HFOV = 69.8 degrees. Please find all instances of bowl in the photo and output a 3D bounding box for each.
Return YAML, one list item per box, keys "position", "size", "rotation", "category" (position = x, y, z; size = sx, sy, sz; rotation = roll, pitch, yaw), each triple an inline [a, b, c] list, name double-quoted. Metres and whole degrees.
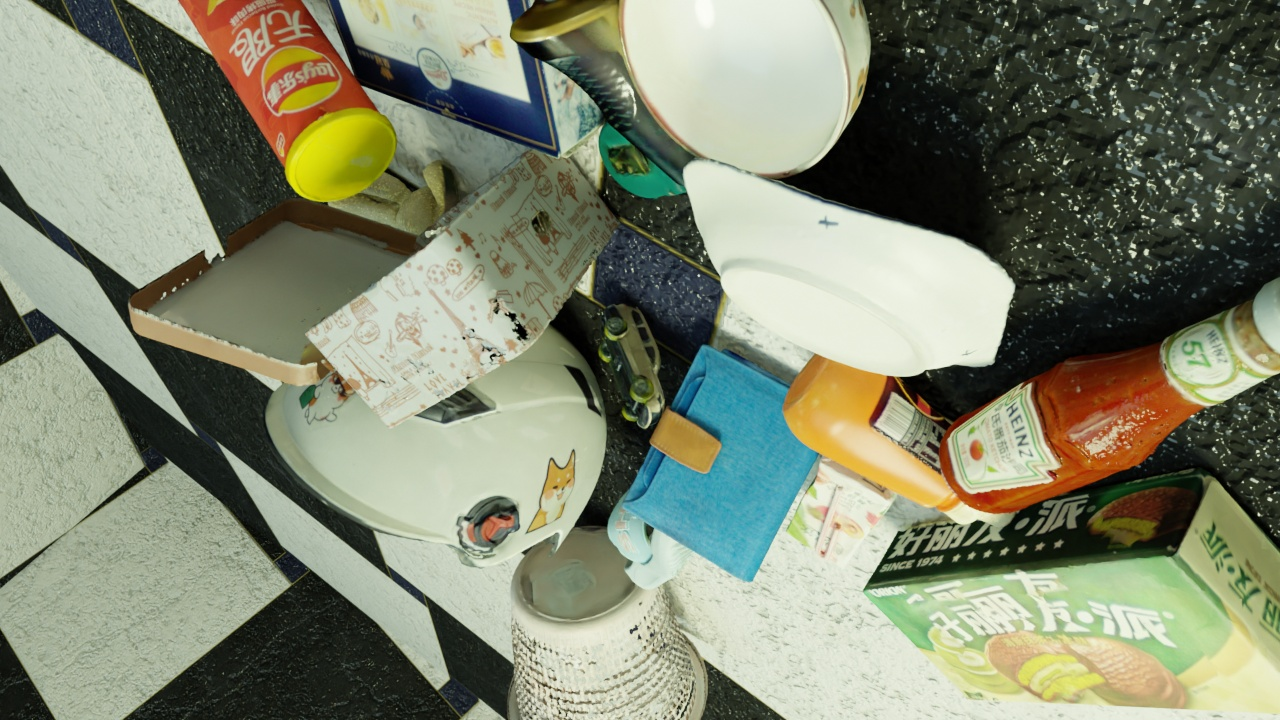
- position: [0.052, -0.143, 0.400]
  size: [0.113, 0.062, 0.114]
  rotation: [29, 149, 19]
  category: "bowl"

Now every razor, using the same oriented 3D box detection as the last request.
- position: [-0.007, -0.147, 0.454]
  size: [0.167, 0.067, 0.062]
  rotation: [41, 175, -40]
  category: "razor"

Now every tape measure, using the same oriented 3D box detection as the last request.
- position: [0.001, -0.119, 0.531]
  size: [0.055, 0.025, 0.058]
  rotation: [-2, 129, 50]
  category: "tape measure"

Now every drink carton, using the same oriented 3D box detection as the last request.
- position: [0.141, 0.098, 0.636]
  size: [0.053, 0.045, 0.123]
  rotation: [31, 150, 15]
  category: "drink carton"

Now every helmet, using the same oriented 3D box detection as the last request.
- position: [-0.129, 0.032, 0.710]
  size: [0.230, 0.157, 0.273]
  rotation: [43, -167, 34]
  category: "helmet"

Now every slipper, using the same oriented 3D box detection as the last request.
- position: [0.020, 0.132, 0.775]
  size: [0.074, 0.103, 0.246]
  rotation: [39, 157, 8]
  category: "slipper"

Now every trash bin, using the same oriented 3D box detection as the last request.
- position: [-0.049, 0.295, 0.983]
  size: [0.228, 0.226, 0.192]
  rotation: [18, 131, 36]
  category: "trash bin"

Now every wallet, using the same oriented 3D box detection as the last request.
- position: [0.059, 0.068, 0.621]
  size: [0.106, 0.133, 0.040]
  rotation: [29, -171, 19]
  category: "wallet"

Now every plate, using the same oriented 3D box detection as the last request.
- position: [0.096, -0.032, 0.461]
  size: [0.164, 0.034, 0.164]
  rotation: [23, 170, 23]
  category: "plate"

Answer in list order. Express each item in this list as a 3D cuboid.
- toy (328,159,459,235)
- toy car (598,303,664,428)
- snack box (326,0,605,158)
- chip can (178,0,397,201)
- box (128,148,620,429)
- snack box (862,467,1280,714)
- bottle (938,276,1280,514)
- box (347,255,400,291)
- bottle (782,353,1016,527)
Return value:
- position: [-0.175, -0.109, 0.712]
  size: [0.157, 0.066, 0.105]
  rotation: [26, 131, 12]
  category: "toy"
- position: [-0.004, 0.004, 0.655]
  size: [0.042, 0.035, 0.090]
  rotation: [108, 145, -63]
  category: "toy car"
- position: [-0.114, -0.220, 0.510]
  size: [0.178, 0.045, 0.183]
  rotation: [26, 147, 27]
  category: "snack box"
- position: [-0.239, -0.204, 0.592]
  size: [0.216, 0.073, 0.073]
  rotation: [55, 154, 17]
  category: "chip can"
- position: [-0.159, -0.051, 0.587]
  size: [0.274, 0.178, 0.126]
  rotation: [-3, 120, 21]
  category: "box"
- position: [0.254, 0.144, 0.546]
  size: [0.114, 0.063, 0.241]
  rotation: [46, 151, -6]
  category: "snack box"
- position: [0.219, 0.021, 0.426]
  size: [0.060, 0.059, 0.207]
  rotation: [40, 151, 2]
  category: "bottle"
- position: [-0.258, -0.036, 0.894]
  size: [0.091, 0.079, 0.169]
  rotation: [30, 148, 18]
  category: "box"
- position: [0.158, 0.051, 0.542]
  size: [0.149, 0.066, 0.067]
  rotation: [34, 151, -3]
  category: "bottle"
